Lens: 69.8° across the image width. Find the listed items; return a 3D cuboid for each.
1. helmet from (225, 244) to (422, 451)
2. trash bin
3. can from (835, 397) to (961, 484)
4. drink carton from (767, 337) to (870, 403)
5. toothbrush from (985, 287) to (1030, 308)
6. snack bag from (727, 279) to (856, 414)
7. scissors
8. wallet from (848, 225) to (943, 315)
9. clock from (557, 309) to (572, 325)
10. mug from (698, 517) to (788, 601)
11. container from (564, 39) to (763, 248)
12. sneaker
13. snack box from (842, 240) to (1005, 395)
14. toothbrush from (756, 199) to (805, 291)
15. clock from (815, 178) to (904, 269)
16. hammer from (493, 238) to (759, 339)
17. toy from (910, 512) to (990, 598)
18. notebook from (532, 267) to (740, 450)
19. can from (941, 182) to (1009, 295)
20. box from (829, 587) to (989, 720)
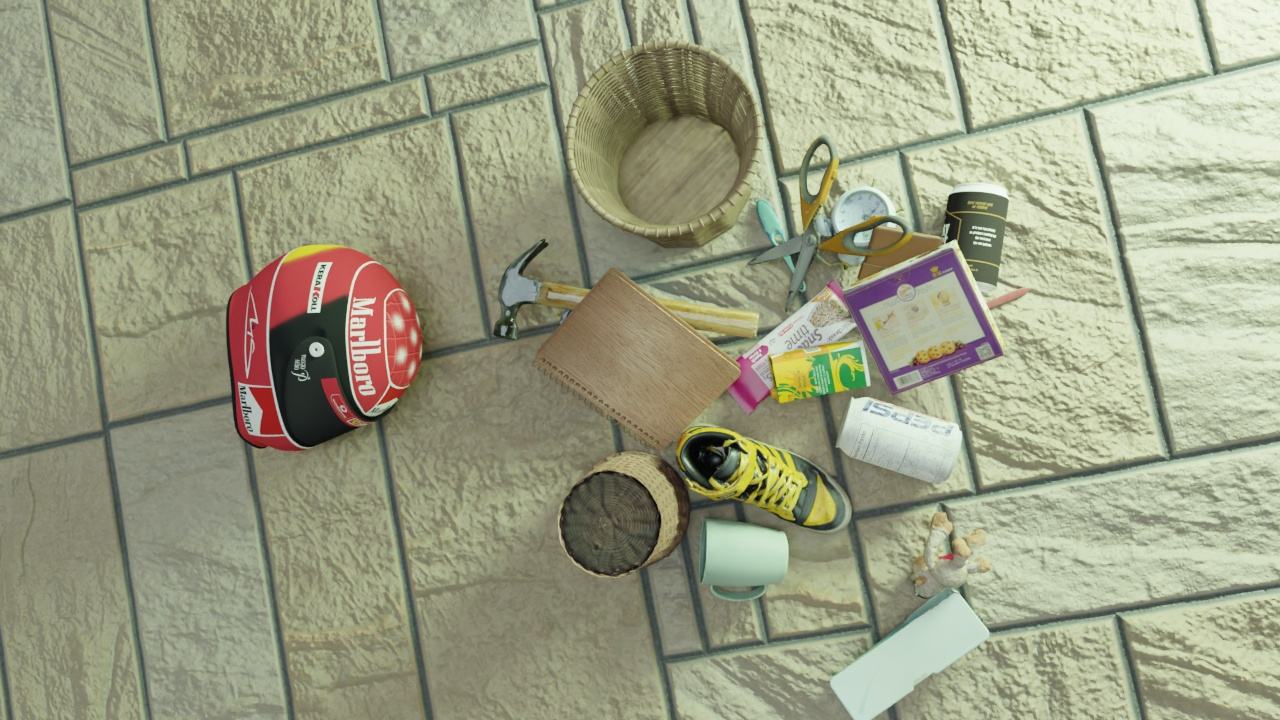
[{"bbox_3d":[-0.401,-0.015,1.200,0.225,0.197,0.271,0,95,10],"label":"helmet"},{"bbox_3d":[-0.025,0.190,1.116,0.151,0.210,0.151,-1,87,10],"label":"trash bin"},{"bbox_3d":[0.316,0.097,1.129,0.136,0.078,0.078,17,90,10],"label":"can"},{"bbox_3d":[0.221,0.013,1.157,0.122,0.041,0.058,-11,97,2],"label":"drink carton"},{"bbox_3d":[0.401,-0.056,1.155,0.184,0.015,0.015,-22,90,6],"label":"toothbrush"},{"bbox_3d":[0.195,-0.017,1.187,0.196,0.016,0.070,-39,83,6],"label":"snack bag"},{"bbox_3d":[0.233,-0.160,1.137,0.226,0.016,0.225,22,106,34],"label":"scissors"},{"bbox_3d":[0.316,-0.105,1.141,0.087,0.013,0.121,11,117,1],"label":"wallet"},{"bbox_3d":[-0.038,-0.018,1.206,0.117,0.060,0.161,-29,84,6],"label":"clock"},{"bbox_3d":[0.127,0.257,1.159,0.104,0.084,0.111,5,116,-2],"label":"mug"},{"bbox_3d":[0.039,-0.247,1.134,0.227,0.196,0.227,-1,87,10],"label":"container"},{"bbox_3d":[0.150,0.147,1.133,0.238,0.122,0.086,23,92,11],"label":"sneaker"},{"bbox_3d":[0.341,-0.049,1.108,0.144,0.040,0.148,-23,100,29],"label":"snack box"},{"bbox_3d":[0.183,-0.151,1.195,0.022,0.017,0.135,-26,83,11],"label":"toothbrush"},{"bbox_3d":[0.271,-0.169,1.162,0.118,0.057,0.083,-44,81,12],"label":"clock"},{"bbox_3d":[-0.016,-0.070,1.161,0.330,0.033,0.132,9,85,6],"label":"hammer"},{"bbox_3d":[0.374,0.250,1.125,0.085,0.074,0.106,20,116,-31],"label":"toy"},{"bbox_3d":[-0.007,0.007,1.154,0.210,0.022,0.169,37,114,-16],"label":"notebook"},{"bbox_3d":[0.408,-0.147,1.129,0.072,0.072,0.128,9,88,10],"label":"can"},{"bbox_3d":[0.328,0.363,1.127,0.199,0.070,0.085,-40,101,7],"label":"box"}]
